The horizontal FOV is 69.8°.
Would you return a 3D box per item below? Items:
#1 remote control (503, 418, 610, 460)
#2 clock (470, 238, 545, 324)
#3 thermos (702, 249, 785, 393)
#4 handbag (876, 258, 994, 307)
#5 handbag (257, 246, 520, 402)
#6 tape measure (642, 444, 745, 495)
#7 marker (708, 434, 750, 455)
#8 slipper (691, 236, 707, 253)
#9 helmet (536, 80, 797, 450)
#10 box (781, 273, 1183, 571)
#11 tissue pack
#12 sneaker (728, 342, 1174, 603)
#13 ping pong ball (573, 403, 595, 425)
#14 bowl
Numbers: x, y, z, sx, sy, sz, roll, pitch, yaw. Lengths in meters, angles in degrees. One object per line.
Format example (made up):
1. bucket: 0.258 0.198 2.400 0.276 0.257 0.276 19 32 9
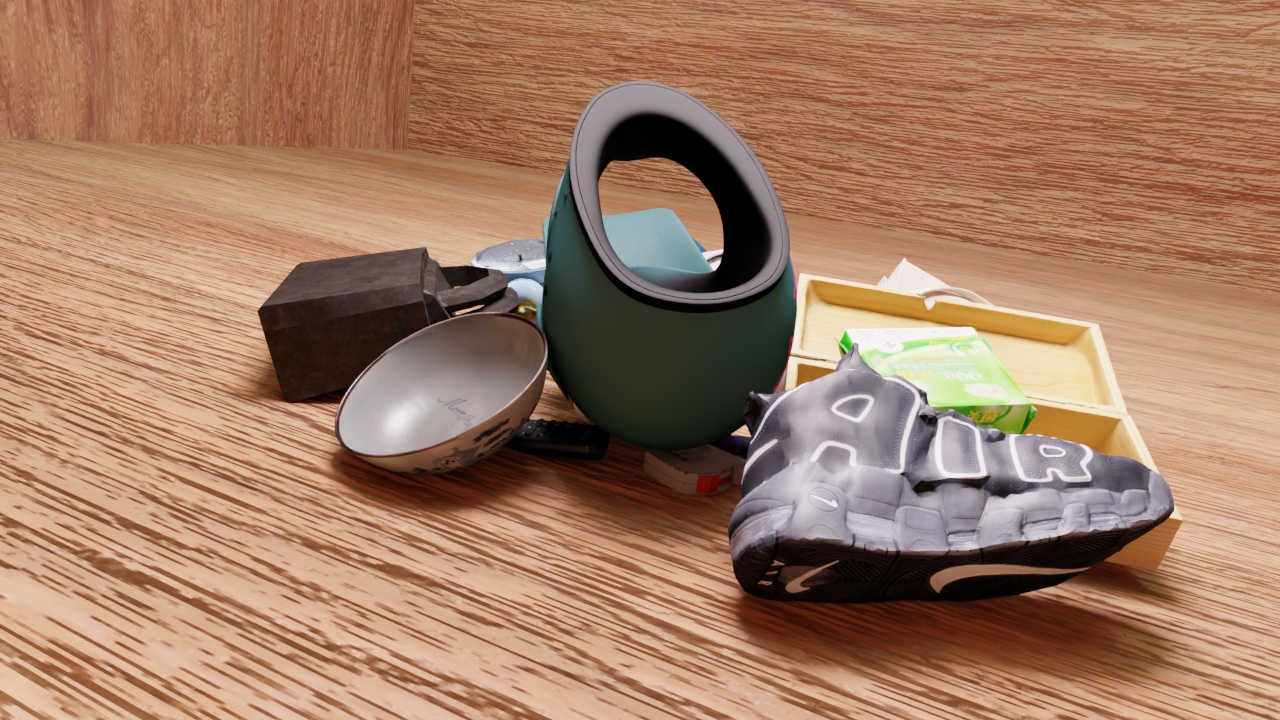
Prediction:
1. remote control: -0.095 0.056 0.678 0.140 0.021 0.045 5 14 12
2. clock: -0.102 -0.079 0.917 0.118 0.060 0.162 -15 26 -23
3. thermos: 0.122 -0.014 0.854 0.131 0.132 0.222 -4 26 -34
4. handbag: 0.291 0.002 0.841 0.194 0.101 0.197 34 23 4
5. handbag: -0.206 -0.039 0.809 0.199 0.102 0.197 -12 19 -7
6. tape measure: 0.039 0.075 0.664 0.060 0.020 0.062 21 20 41
7. marker: 0.093 0.067 0.724 0.134 0.015 0.018 7 35 -1
8. slipper: 0.082 -0.079 1.146 0.118 0.060 0.295 -15 43 -32
9. helmet: 0.007 -0.060 0.679 0.176 0.201 0.274 -7 55 -14
10. box: 0.230 0.027 0.678 0.247 0.068 0.252 11 40 7
11. tissue pack: 0.198 0.013 0.628 0.114 0.034 0.099 -2 36 -8
12. sneaker: 0.166 0.054 0.534 0.252 0.097 0.150 -1 56 -9
13. ping pong ball: -0.034 0.033 0.745 0.040 0.040 0.040 7 15 -2
14. bowl: -0.127 0.033 0.628 0.151 0.057 0.150 -13 35 9
